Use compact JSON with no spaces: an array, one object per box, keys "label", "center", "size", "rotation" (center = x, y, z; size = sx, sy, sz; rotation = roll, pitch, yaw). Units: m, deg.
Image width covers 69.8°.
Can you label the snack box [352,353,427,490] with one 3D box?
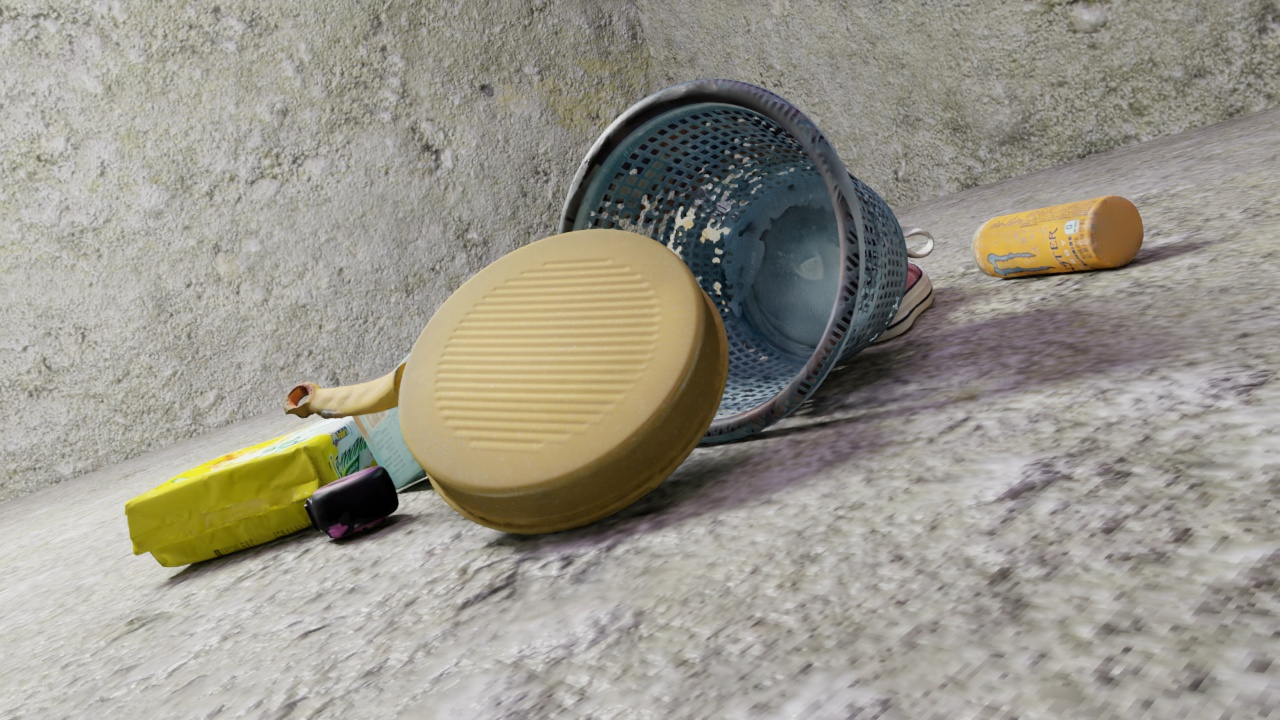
[{"label":"snack box","center":[-0.157,0.033,0.718],"size":[0.051,0.074,0.175],"rotation":[-23,-11,-48]}]

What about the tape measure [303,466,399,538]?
[{"label":"tape measure","center":[-0.201,0.102,0.649],"size":[0.058,0.039,0.056],"rotation":[-17,5,45]}]

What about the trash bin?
[{"label":"trash bin","center":[0.087,-0.066,0.650],"size":[0.227,0.226,0.194],"rotation":[-12,-4,37]}]

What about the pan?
[{"label":"pan","center":[-0.114,0.014,0.584],"size":[0.358,0.078,0.197],"rotation":[1,54,26]}]

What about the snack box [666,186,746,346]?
[{"label":"snack box","center":[0.072,-0.083,0.865],"size":[0.113,0.126,0.053],"rotation":[31,42,14]}]

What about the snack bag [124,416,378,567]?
[{"label":"snack bag","center":[-0.313,0.103,0.794],"size":[0.158,0.068,0.246],"rotation":[-18,7,1]}]

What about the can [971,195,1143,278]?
[{"label":"can","center":[0.357,-0.104,0.797],"size":[0.058,0.058,0.146],"rotation":[-20,7,-17]}]

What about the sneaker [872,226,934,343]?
[{"label":"sneaker","center":[0.210,-0.079,0.837],"size":[0.118,0.088,0.240],"rotation":[-15,8,24]}]

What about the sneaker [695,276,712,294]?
[{"label":"sneaker","center":[-0.032,0.004,0.806],"size":[0.241,0.089,0.091],"rotation":[-34,7,-30]}]
